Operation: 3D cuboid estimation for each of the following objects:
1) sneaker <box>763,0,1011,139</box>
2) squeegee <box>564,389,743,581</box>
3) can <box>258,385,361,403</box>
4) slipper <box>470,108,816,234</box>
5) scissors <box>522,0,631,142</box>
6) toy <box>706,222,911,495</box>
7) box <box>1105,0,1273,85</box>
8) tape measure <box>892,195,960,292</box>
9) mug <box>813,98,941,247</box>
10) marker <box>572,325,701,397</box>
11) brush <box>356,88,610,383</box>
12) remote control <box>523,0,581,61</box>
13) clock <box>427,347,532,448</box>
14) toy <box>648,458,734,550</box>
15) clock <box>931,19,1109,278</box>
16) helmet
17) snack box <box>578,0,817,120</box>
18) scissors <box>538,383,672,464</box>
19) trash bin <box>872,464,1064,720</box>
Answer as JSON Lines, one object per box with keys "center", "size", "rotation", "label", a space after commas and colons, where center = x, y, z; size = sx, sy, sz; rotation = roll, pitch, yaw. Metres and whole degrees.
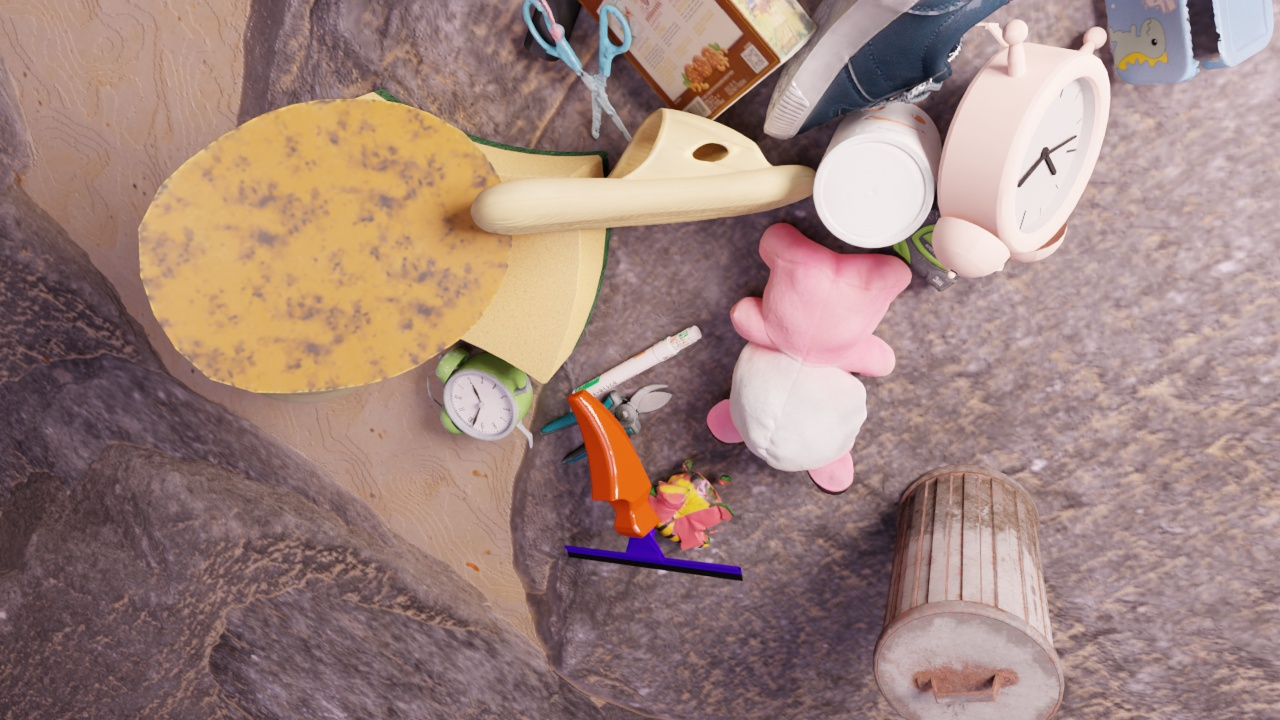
{"center": [0.160, -0.206, 0.598], "size": [0.087, 0.089, 0.236], "rotation": [27, 162, -12], "label": "sneaker"}
{"center": [-0.021, 0.111, 0.867], "size": [0.250, 0.055, 0.185], "rotation": [-7, 113, 49], "label": "squeegee"}
{"center": [-0.322, -0.024, 0.884], "size": [0.128, 0.127, 0.073], "rotation": [18, 123, 10], "label": "can"}
{"center": [0.002, -0.140, 0.679], "size": [0.261, 0.111, 0.079], "rotation": [-8, 90, -18], "label": "slipper"}
{"center": [-0.031, -0.227, 0.705], "size": [0.120, 0.015, 0.138], "rotation": [-5, 134, 51], "label": "scissors"}
{"center": [0.134, 0.002, 0.757], "size": [0.142, 0.084, 0.214], "rotation": [19, 119, 10], "label": "toy"}
{"center": [0.324, -0.281, 0.567], "size": [0.079, 0.072, 0.210], "rotation": [14, 130, 59], "label": "box"}
{"center": [0.230, -0.094, 0.700], "size": [0.065, 0.035, 0.059], "rotation": [42, 132, -9], "label": "tape measure"}
{"center": [0.171, -0.135, 0.657], "size": [0.082, 0.105, 0.082], "rotation": [9, 120, 16], "label": "mug"}
{"center": [-0.005, 0.005, 0.849], "size": [0.146, 0.017, 0.017], "rotation": [-29, 104, 30], "label": "marker"}
{"center": [-0.158, -0.110, 0.808], "size": [0.250, 0.075, 0.195], "rotation": [18, 122, 10], "label": "brush"}
{"center": [-0.053, -0.302, 0.702], "size": [0.033, 0.015, 0.147], "rotation": [29, 123, 3], "label": "remote control"}
{"center": [-0.157, 0.035, 0.906], "size": [0.119, 0.042, 0.094], "rotation": [10, 119, 14], "label": "clock"}
{"center": [0.046, 0.146, 0.892], "size": [0.084, 0.046, 0.104], "rotation": [15, 128, 3], "label": "toy"}
{"center": [0.247, -0.141, 0.615], "size": [0.086, 0.130, 0.161], "rotation": [22, 118, 43], "label": "clock"}
{"center": [-0.236, -0.094, 0.705], "size": [0.255, 0.131, 0.205], "rotation": [-21, 113, -15], "label": "helmet"}
{"center": [0.030, -0.246, 0.640], "size": [0.147, 0.041, 0.143], "rotation": [48, 161, -9], "label": "snack box"}
{"center": [-0.034, 0.063, 0.891], "size": [0.131, 0.019, 0.150], "rotation": [16, 120, 9], "label": "scissors"}
{"center": [0.261, 0.192, 0.737], "size": [0.131, 0.210, 0.131], "rotation": [9, 119, 16], "label": "trash bin"}
